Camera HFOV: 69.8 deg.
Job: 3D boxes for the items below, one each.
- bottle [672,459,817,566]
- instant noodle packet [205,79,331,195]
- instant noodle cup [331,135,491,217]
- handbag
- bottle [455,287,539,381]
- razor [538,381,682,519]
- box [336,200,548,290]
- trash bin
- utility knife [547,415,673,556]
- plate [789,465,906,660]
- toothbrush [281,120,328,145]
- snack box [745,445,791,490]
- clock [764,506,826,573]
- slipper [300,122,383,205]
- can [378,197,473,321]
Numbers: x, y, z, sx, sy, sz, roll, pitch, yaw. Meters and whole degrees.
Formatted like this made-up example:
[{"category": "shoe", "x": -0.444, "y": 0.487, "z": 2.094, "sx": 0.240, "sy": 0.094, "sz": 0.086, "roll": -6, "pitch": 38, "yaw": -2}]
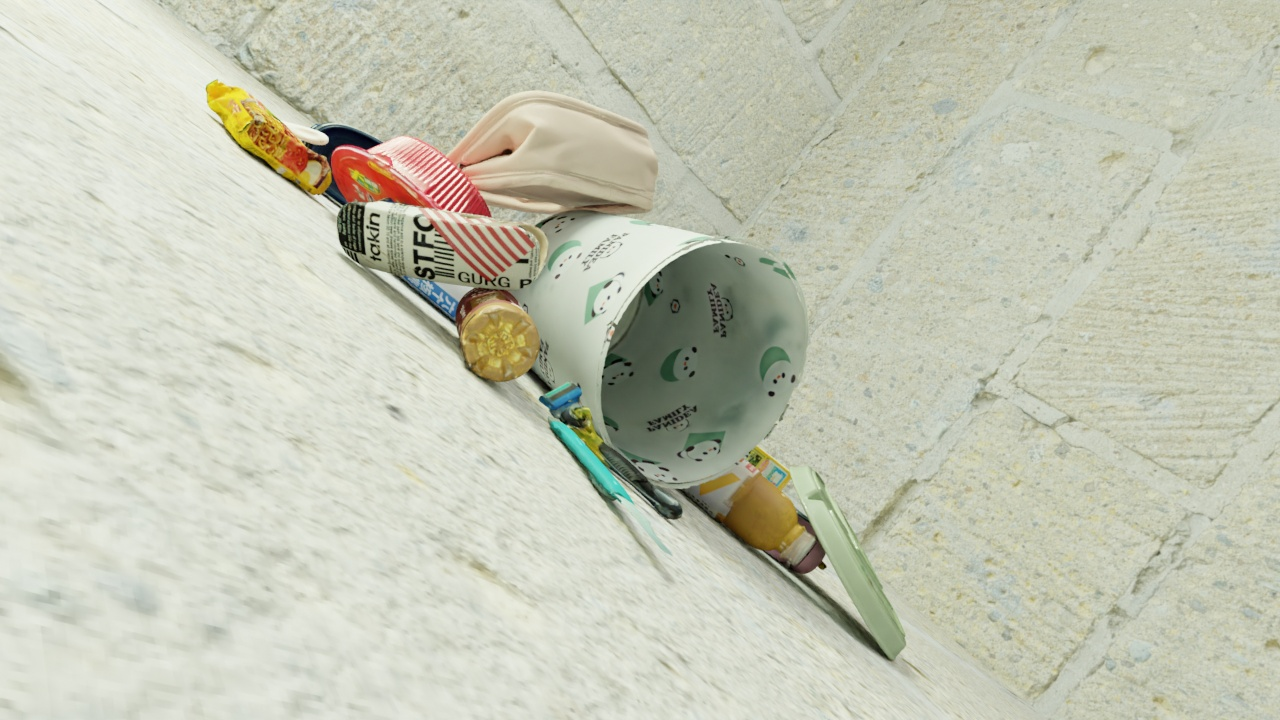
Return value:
[{"category": "bottle", "x": 0.097, "y": 0.136, "z": 0.948, "sx": 0.189, "sy": 0.068, "sz": 0.068, "roll": 39, "pitch": 1, "yaw": 16}, {"category": "instant noodle packet", "x": -0.376, "y": -0.227, "z": 0.931, "sx": 0.128, "sy": 0.044, "sz": 0.111, "roll": 39, "pitch": -3, "yaw": 40}, {"category": "instant noodle cup", "x": -0.218, "y": -0.154, "z": 0.924, "sx": 0.194, "sy": 0.065, "sz": 0.194, "roll": 32, "pitch": -24, "yaw": 16}, {"category": "handbag", "x": -0.118, "y": -0.196, "z": 0.972, "sx": 0.235, "sy": 0.093, "sz": 0.193, "roll": -6, "pitch": -6, "yaw": 42}, {"category": "bottle", "x": -0.120, "y": -0.028, "z": 0.744, "sx": 0.057, "sy": 0.057, "sz": 0.175, "roll": 39, "pitch": 0, "yaw": -18}, {"category": "razor", "x": -0.021, "y": 0.075, "z": 0.721, "sx": 0.143, "sy": 0.022, "sz": 0.042, "roll": 43, "pitch": 35, "yaw": 11}, {"category": "box", "x": -0.157, "y": -0.101, "z": 0.745, "sx": 0.162, "sy": 0.076, "sz": 0.087, "roll": 6, "pitch": 37, "yaw": 1}, {"category": "trash bin", "x": -0.007, "y": -0.033, "z": 0.890, "sx": 0.229, "sy": 0.229, "sz": 0.252, "roll": 38, "pitch": -5, "yaw": -39}, {"category": "utility knife", "x": -0.025, "y": 0.079, "z": 0.608, "sx": 0.029, "sy": 0.013, "sz": 0.222, "roll": 40, "pitch": -2, "yaw": -26}, {"category": "plate", "x": 0.228, "y": 0.213, "z": 1.000, "sx": 0.230, "sy": 0.027, "sz": 0.230, "roll": 57, "pitch": 10, "yaw": -16}, {"category": "toothbrush", "x": -0.407, "y": -0.262, "z": 1.023, "sx": 0.180, "sy": 0.016, "sz": 0.016, "roll": 22, "pitch": -13, "yaw": 28}, {"category": "snack box", "x": 0.127, "y": 0.145, "z": 1.174, "sx": 0.140, "sy": 0.087, "sz": 0.034, "roll": 38, "pitch": 2, "yaw": -40}, {"category": "clock", "x": 0.159, "y": 0.191, "z": 1.066, "sx": 0.158, "sy": 0.060, "sz": 0.117, "roll": 37, "pitch": 1, "yaw": -21}, {"category": "slipper", "x": -0.274, "y": -0.189, "z": 1.070, "sx": 0.252, "sy": 0.105, "sz": 0.095, "roll": 35, "pitch": -5, "yaw": -33}, {"category": "can", "x": -0.198, "y": -0.090, "z": 0.856, "sx": 0.134, "sy": 0.053, "sz": 0.053, "roll": 39, "pitch": 1, "yaw": 2}]
